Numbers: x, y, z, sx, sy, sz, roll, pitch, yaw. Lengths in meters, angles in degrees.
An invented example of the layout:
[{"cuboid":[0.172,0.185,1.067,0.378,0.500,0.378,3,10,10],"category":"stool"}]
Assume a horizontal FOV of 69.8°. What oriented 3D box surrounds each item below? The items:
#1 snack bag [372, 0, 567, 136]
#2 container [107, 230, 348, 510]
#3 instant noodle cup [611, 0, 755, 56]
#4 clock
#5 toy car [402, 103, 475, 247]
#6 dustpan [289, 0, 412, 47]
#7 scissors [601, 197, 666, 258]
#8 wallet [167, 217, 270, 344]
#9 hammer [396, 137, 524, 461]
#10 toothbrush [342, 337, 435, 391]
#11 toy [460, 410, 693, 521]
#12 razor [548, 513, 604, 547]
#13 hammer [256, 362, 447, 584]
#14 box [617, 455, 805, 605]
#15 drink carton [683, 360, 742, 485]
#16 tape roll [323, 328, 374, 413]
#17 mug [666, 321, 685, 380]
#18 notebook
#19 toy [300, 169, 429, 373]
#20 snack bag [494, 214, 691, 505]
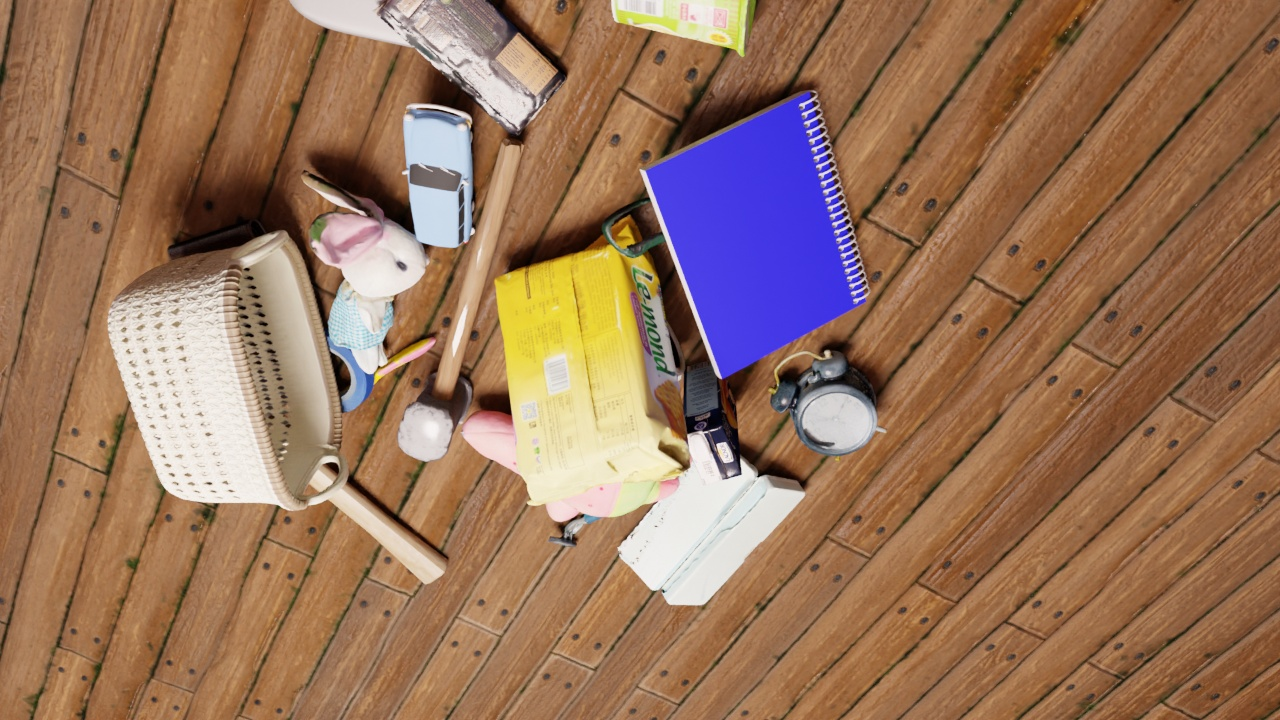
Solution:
[{"cuboid":[-0.140,-0.267,0.778,0.075,0.018,0.155,-41,118,18],"category":"snack bag"},{"cuboid":[-0.365,0.013,0.837,0.143,0.184,0.246,-6,112,2],"category":"container"},{"cuboid":[0.037,-0.297,0.723,0.108,0.098,0.099,10,120,7],"category":"instant noodle cup"},{"cuboid":[0.186,0.040,0.925,0.090,0.052,0.129,-36,107,21],"category":"clock"},{"cuboid":[-0.178,-0.159,0.815,0.056,0.054,0.154,10,145,-2],"category":"toy car"},{"cuboid":[-0.251,-0.355,0.744,0.257,0.033,0.163,9,120,-11],"category":"dustpan"},{"cuboid":[0.054,-0.102,0.821,0.204,0.015,0.202,7,104,-23],"category":"scissors"},{"cuboid":[-0.396,-0.074,0.912,0.099,0.031,0.120,-14,119,15],"category":"wallet"},{"cuboid":[-0.166,-0.055,0.882,0.052,0.098,0.329,19,112,-4],"category":"hammer"},{"cuboid":[-0.264,0.009,0.954,0.136,0.021,0.016,-31,116,23],"category":"toothbrush"},{"cuboid":[-0.069,0.100,0.944,0.237,0.096,0.192,15,140,-2],"category":"toy"},{"cuboid":[-0.037,0.170,1.031,0.144,0.022,0.042,-31,150,15],"category":"razor"},{"cuboid":[-0.340,0.142,1.021,0.117,0.051,0.323,-35,114,18],"category":"hammer"},{"cuboid":[0.077,0.183,1.019,0.125,0.075,0.198,40,113,5],"category":"box"},{"cuboid":[0.070,0.058,0.895,0.040,0.129,0.064,-18,117,12],"category":"drink carton"},{"cuboid":[-0.323,0.011,0.950,0.093,0.016,0.091,-23,106,24],"category":"tape roll"},{"cuboid":[-0.005,0.005,0.910,0.090,0.073,0.105,-26,140,17],"category":"mug"},{"cuboid":[0.111,-0.110,0.822,0.171,0.022,0.209,-28,117,-10],"category":"notebook"},{"cuboid":[-0.251,-0.071,0.871,0.105,0.131,0.206,-8,131,-13],"category":"toy"},{"cuboid":[-0.053,0.002,0.835,0.160,0.247,0.068,-17,161,20],"category":"snack bag"}]
